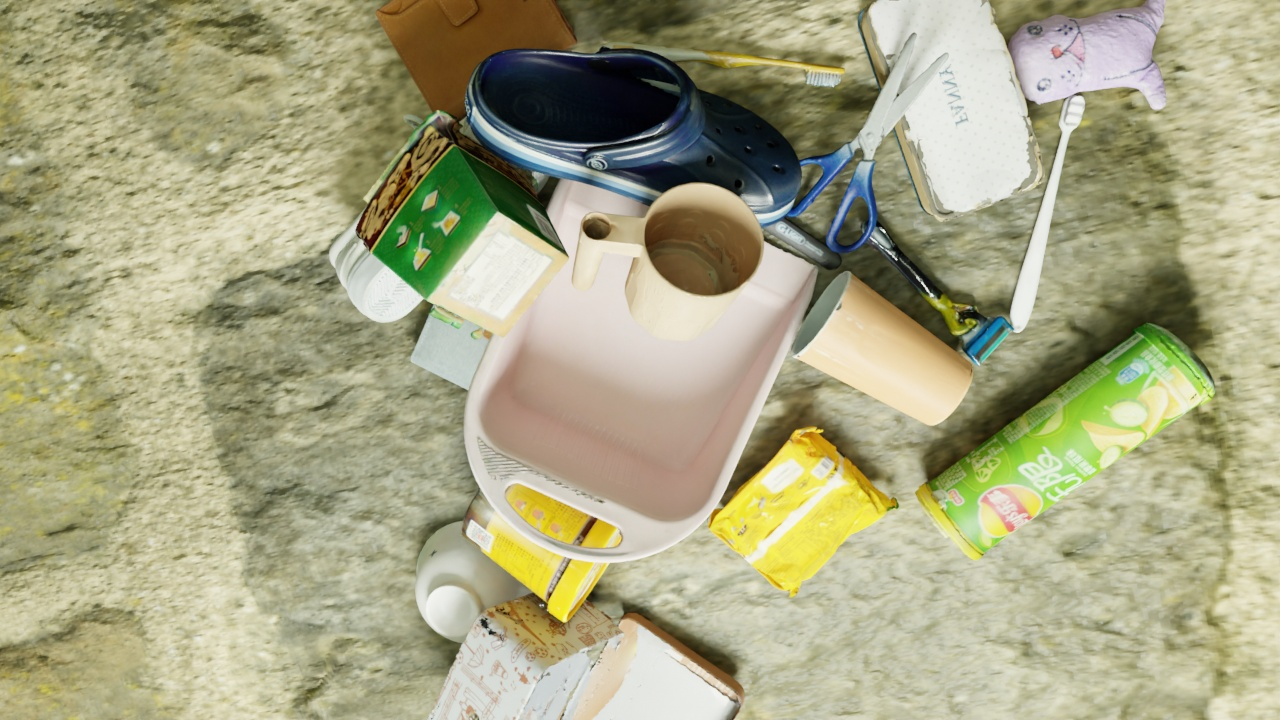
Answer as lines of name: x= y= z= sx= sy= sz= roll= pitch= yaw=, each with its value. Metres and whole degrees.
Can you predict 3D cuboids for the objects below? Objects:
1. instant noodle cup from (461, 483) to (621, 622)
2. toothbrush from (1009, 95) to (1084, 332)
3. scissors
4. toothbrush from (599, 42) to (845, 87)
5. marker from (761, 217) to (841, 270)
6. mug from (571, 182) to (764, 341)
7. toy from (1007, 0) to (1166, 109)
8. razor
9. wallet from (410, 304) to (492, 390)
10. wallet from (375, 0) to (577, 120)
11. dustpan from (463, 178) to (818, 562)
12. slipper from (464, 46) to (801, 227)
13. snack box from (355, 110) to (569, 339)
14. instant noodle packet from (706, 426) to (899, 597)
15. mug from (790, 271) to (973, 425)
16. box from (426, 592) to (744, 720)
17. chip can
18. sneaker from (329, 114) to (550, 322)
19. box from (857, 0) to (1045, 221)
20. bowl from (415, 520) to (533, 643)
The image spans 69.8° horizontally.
instant noodle cup: x=-0.077 y=0.138 z=0.770 sx=0.114 sy=0.118 sz=0.119 roll=30 pitch=106 yaw=10
toothbrush: x=0.307 y=-0.108 z=0.694 sx=0.016 sy=0.016 sz=0.180 roll=11 pitch=105 yaw=9
scissors: x=0.156 y=-0.160 z=0.674 sx=0.141 sy=0.012 sz=0.171 roll=14 pitch=120 yaw=34
toothbrush: x=0.061 y=-0.230 z=0.710 sx=0.191 sy=0.016 sz=0.018 roll=8 pitch=112 yaw=7
marker: x=0.106 y=-0.109 z=0.730 sx=0.124 sy=0.015 sz=0.018 roll=33 pitch=110 yaw=0
mug: x=0.014 y=-0.068 z=0.655 sx=0.124 sy=0.104 sz=0.084 roll=5 pitch=72 yaw=-7
toy: x=0.316 y=-0.215 z=0.654 sx=0.108 sy=0.039 sz=0.084 roll=-3 pitch=87 yaw=10
razor: x=0.224 y=-0.058 z=0.717 sx=0.142 sy=0.022 sz=0.042 roll=44 pitch=79 yaw=1
wallet: x=-0.119 y=-0.015 z=0.780 sx=0.130 sy=0.037 sz=0.107 roll=27 pitch=106 yaw=3
wallet: x=-0.131 y=-0.265 z=0.729 sx=0.132 sy=0.031 sz=0.108 roll=-28 pitch=98 yaw=14
dustpan: x=-0.004 y=0.004 z=0.690 sx=0.222 sy=0.138 sz=0.273 roll=22 pitch=99 yaw=-1
slipper: x=0.005 y=-0.173 z=0.653 sx=0.252 sy=0.095 sz=0.105 roll=12 pitch=67 yaw=-14
snack box: x=-0.119 y=-0.087 z=0.658 sx=0.117 sy=0.118 sz=0.105 roll=-50 pitch=52 yaw=10
instant noodle packet: x=0.132 y=0.123 z=0.763 sx=0.111 sy=0.044 sz=0.129 roll=41 pitch=110 yaw=-8
mug: x=0.189 y=-0.005 z=0.711 sx=0.123 sy=0.078 sz=0.078 roll=32 pitch=106 yaw=-4
box: x=-0.060 y=0.318 z=0.782 sx=0.227 sy=0.156 sz=0.180 roll=32 pitch=106 yaw=11
chip can: x=0.322 y=0.063 z=0.702 sx=0.222 sy=0.072 sz=0.072 roll=-41 pitch=93 yaw=16
sneaker: x=-0.157 y=-0.145 z=0.738 sx=0.242 sy=0.089 sz=0.090 roll=-46 pitch=63 yaw=6
box: x=0.222 y=-0.199 z=0.668 sx=0.090 sy=0.059 sz=0.184 roll=-18 pitch=97 yaw=12
bowl: x=-0.157 y=0.211 z=0.824 sx=0.118 sy=0.064 sz=0.118 roll=2 pitch=103 yaw=9
